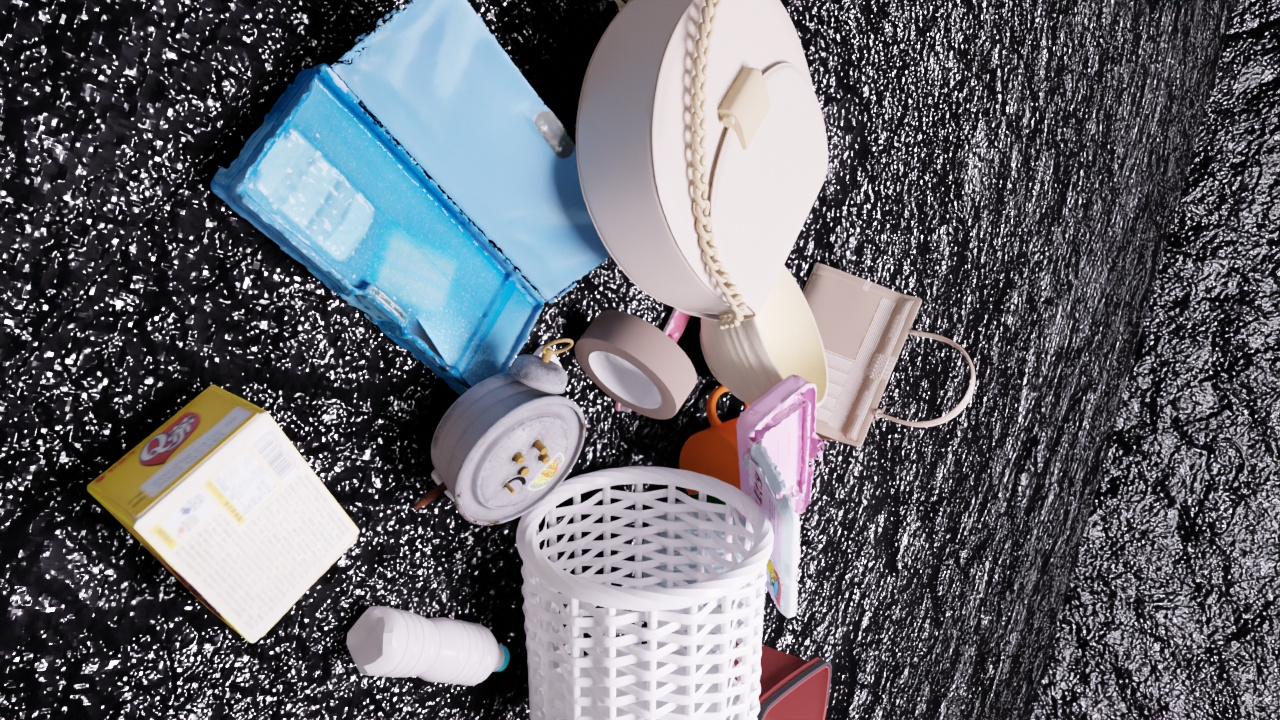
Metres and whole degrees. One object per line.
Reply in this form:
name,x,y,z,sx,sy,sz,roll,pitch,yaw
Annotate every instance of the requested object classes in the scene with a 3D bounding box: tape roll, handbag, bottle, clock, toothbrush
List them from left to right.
bottle,-0.143,0.204,0.648,0.136,0.044,0.044,33,77,-51
clock,-0.082,0.047,0.611,0.103,0.056,0.148,6,117,-52
tape roll,-0.004,0.004,0.708,0.030,0.094,0.094,-54,138,-24
toothbrush,0.017,-0.011,0.793,0.134,0.016,0.021,-58,139,-19
handbag,0.043,-0.147,0.631,0.210,0.103,0.208,-61,138,-28
handbag,0.234,0.006,0.917,0.062,0.198,0.175,42,70,-49

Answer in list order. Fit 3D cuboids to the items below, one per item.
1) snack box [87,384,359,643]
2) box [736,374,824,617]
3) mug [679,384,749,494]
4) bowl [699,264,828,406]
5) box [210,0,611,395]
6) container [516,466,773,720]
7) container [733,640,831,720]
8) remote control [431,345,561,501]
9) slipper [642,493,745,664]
snack box,-0.220,0.082,0.496,0.083,0.061,0.106,-48,135,-30
box,0.128,0.120,0.767,0.111,0.101,0.202,-35,145,-18
mug,0.092,0.078,0.876,0.095,0.078,0.112,-15,91,-48
bowl,0.102,-0.018,0.828,0.150,0.075,0.150,39,39,-41
box,-0.118,-0.092,0.567,0.175,0.060,0.232,-47,137,-7
container,0.003,0.207,0.713,0.188,0.189,0.187,-22,120,-45
container,0.147,0.380,0.940,0.147,0.201,0.127,-10,111,-49
remote control,-0.102,0.044,0.667,0.130,0.012,0.033,-52,139,-26
slipper,0.059,0.224,0.864,0.074,0.104,0.246,-30,131,-44
